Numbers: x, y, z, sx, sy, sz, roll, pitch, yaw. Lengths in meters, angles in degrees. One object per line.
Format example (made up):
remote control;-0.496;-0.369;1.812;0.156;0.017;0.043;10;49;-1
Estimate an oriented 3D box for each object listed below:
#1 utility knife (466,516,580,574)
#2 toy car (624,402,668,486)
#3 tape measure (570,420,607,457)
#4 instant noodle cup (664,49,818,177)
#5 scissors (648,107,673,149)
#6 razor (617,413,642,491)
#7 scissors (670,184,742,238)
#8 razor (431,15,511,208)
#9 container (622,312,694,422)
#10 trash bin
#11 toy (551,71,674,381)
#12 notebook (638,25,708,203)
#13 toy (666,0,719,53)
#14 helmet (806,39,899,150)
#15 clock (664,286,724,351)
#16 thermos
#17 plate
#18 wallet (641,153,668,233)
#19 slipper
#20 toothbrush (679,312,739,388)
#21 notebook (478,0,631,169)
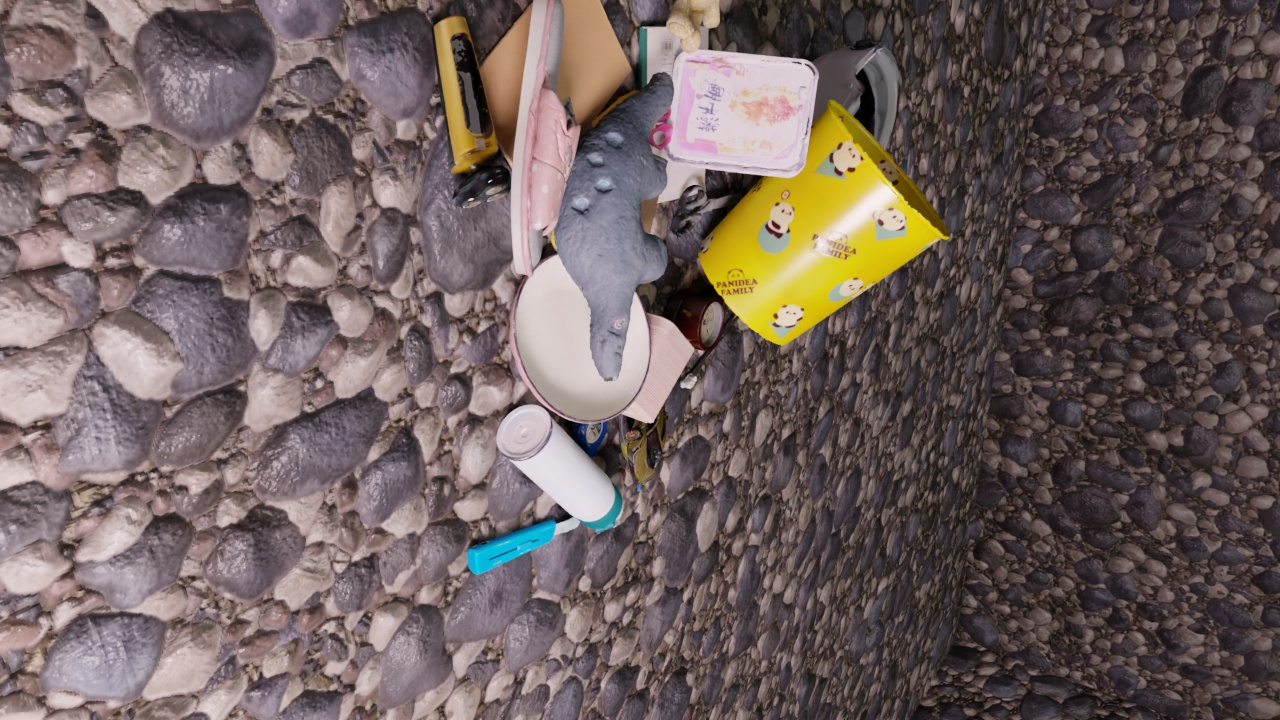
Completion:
utility knife;-0.129;0.209;1.077;0.202;0.018;0.034;-10;110;-57
toy car;0.009;0.095;1.185;0.157;0.042;0.070;-75;156;-49
tape measure;-0.064;0.084;1.119;0.054;0.025;0.058;-57;147;-30
instant noodle cup;0.123;-0.298;1.116;0.060;0.173;0.138;-33;132;-74
scissors;-0.010;-0.276;1.057;0.135;0.017;0.064;-12;113;-43
razor;-0.018;0.105;1.201;0.042;0.022;0.143;-78;159;-57
scissors;0.097;-0.217;1.237;0.172;0.014;0.143;-48;154;-21
razor;-0.154;-0.223;0.829;0.062;0.068;0.167;-24;116;-34
container;-0.007;0.007;1.121;0.110;0.090;0.090;-62;146;-13
trash bin;0.228;-0.168;1.207;0.256;0.229;0.229;-41;157;24
toy;-0.031;-0.158;0.980;0.137;0.092;0.356;14;81;-46
notebook;0.042;-0.304;1.138;0.150;0.012;0.209;-26;123;-50
toy;0.071;-0.432;1.082;0.105;0.066;0.157;40;60;-37
helmet;0.289;-0.357;1.373;0.257;0.146;0.229;-58;146;-39
clock;0.081;-0.057;1.256;0.121;0.055;0.082;-26;123;-52
thermos;-0.085;0.131;1.070;0.073;0.073;0.224;-62;146;-20
plate;-0.070;-0.025;1.012;0.192;0.039;0.192;9;77;-41
wallet;-0.015;-0.190;1.069;0.090;0.033;0.115;8;96;-42
slipper;-0.087;-0.216;0.875;0.114;0.054;0.274;-122;-143;-87
toothbrush;0.108;-0.020;1.351;0.180;0.018;0.016;-52;138;-35
notebook;-0.090;-0.292;0.945;0.211;0.012;0.149;-59;143;-24
